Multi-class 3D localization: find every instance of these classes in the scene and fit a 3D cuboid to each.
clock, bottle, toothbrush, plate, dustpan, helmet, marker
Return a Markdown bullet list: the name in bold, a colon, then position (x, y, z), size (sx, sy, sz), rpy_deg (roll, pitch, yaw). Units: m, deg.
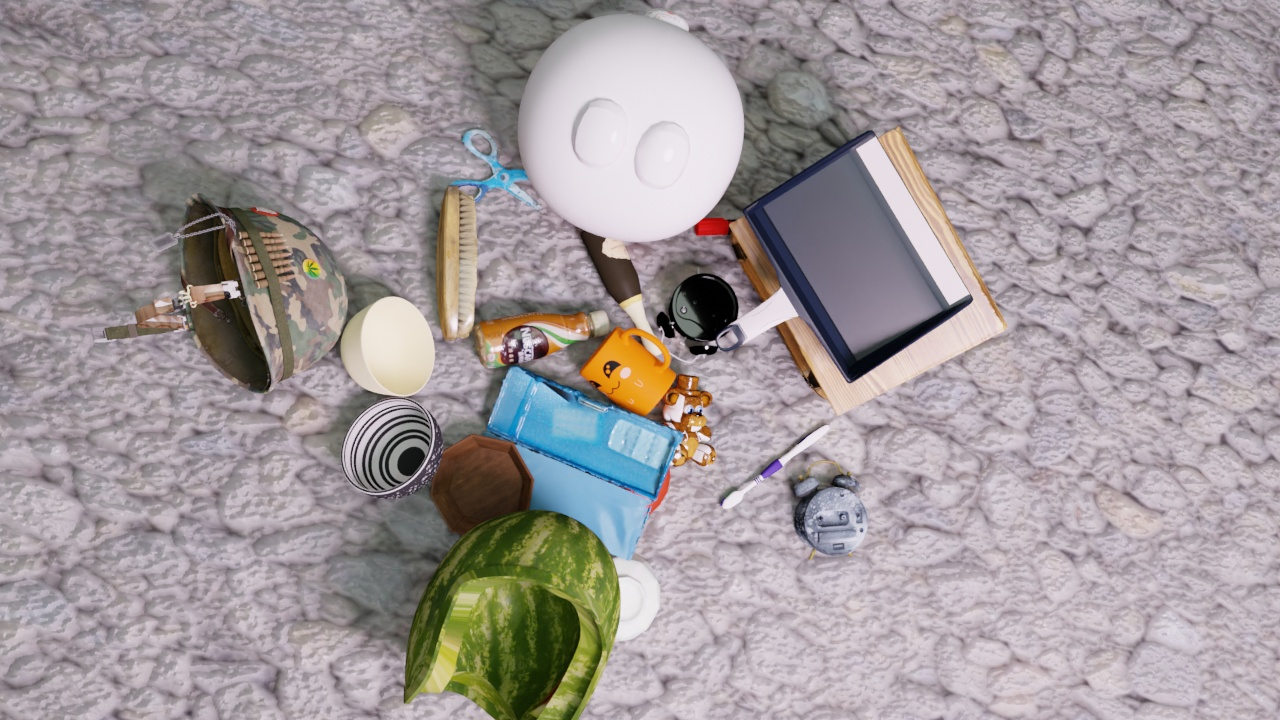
- **clock**: position (0.073, -0.056, 1.199), size (0.091, 0.043, 0.120), rpy_deg (31, 79, -7)
- **bottle**: position (-0.018, -0.089, 1.182), size (0.045, 0.045, 0.184), rpy_deg (-25, 89, -14)
- **toothbrush**: position (0.179, 0.139, 1.214), size (0.186, 0.016, 0.015), rpy_deg (-35, 92, -16)
- **plate**: position (-0.189, 0.153, 1.112), size (0.131, 0.025, 0.131), rpy_deg (0, 93, 7)
- **dustpan**: position (0.207, -0.092, 1.054), size (0.273, 0.080, 0.236), rpy_deg (-31, 94, 14)
- **bottle**: position (-0.122, -0.033, 1.148), size (0.167, 0.059, 0.059), rpy_deg (-11, 86, -16)
- **clock**: position (0.247, 0.195, 1.203), size (0.090, 0.052, 0.129), rpy_deg (-1, 85, -12)
- **helmet**: position (-0.133, 0.284, 1.014), size (0.213, 0.243, 0.247), rpy_deg (30, 83, -10)
- **marker**: position (0.146, -0.182, 1.239), size (0.145, 0.021, 0.023), rpy_deg (-3, 122, -12)
- **helmet**: position (-0.450, -0.073, 1.009), size (0.235, 0.193, 0.224), rpy_deg (-40, 108, -39)

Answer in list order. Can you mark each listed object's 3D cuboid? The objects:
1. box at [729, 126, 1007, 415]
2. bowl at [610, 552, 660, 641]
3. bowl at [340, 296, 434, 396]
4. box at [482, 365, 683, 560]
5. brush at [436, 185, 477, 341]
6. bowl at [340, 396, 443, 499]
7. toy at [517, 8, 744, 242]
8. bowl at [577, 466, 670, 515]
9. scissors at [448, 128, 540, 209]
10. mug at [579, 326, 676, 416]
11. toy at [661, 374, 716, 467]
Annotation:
- **box**: position (0.272, -0.109, 1.189), size (0.259, 0.220, 0.279), rpy_deg (-29, 96, 12)
- **bowl**: position (-0.026, 0.292, 1.131), size (0.117, 0.061, 0.117), rpy_deg (2, 83, -12)
- **bowl**: position (-0.313, -0.012, 1.092), size (0.074, 0.117, 0.118), rpy_deg (-9, 84, 29)
- **box**: position (-0.086, 0.125, 1.125), size (0.231, 0.033, 0.174), rpy_deg (23, 90, 6)
- **brush**: position (-0.227, -0.121, 1.136), size (0.043, 0.059, 0.195), rpy_deg (2, 81, -23)
- **bowl**: position (-0.284, 0.111, 1.087), size (0.120, 0.066, 0.120), rpy_deg (-7, 63, 14)
- **toy**: position (-0.010, -0.284, 1.098), size (0.262, 0.280, 0.266), rpy_deg (17, 116, -8)
- **bowl**: position (-0.017, 0.144, 1.162), size (0.122, 0.035, 0.122), rpy_deg (1, 83, -12)
- **scissors**: position (-0.189, -0.229, 1.181), size (0.137, 0.012, 0.127), rpy_deg (40, 77, -7)
- **mug**: position (-0.007, 0.007, 1.143), size (0.096, 0.113, 0.077), rpy_deg (39, 40, -5)
- **toy**: position (0.058, 0.076, 1.171), size (0.087, 0.067, 0.112), rpy_deg (5, 95, -36)
